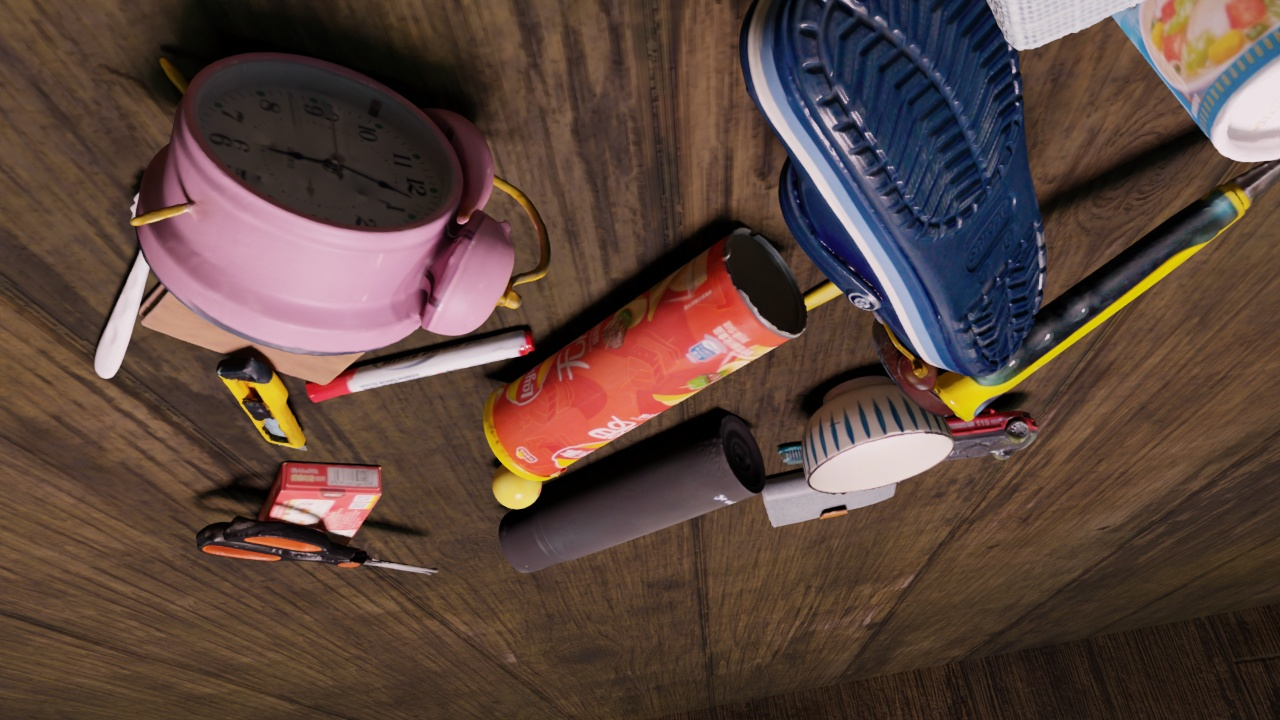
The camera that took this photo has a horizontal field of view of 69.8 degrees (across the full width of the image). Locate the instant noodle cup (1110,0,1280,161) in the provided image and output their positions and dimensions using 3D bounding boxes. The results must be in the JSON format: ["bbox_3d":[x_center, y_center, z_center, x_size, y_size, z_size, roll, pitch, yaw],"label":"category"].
[{"bbox_3d":[0.225,-0.136,0.338,0.099,0.109,0.099,-8,153,-4],"label":"instant noodle cup"}]

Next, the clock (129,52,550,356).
[{"bbox_3d":[-0.109,-0.061,0.362,0.158,0.117,0.060,10,135,-31],"label":"clock"}]

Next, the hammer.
[{"bbox_3d":[0.300,-0.072,0.489,0.324,0.032,0.126,-40,145,18],"label":"hammer"}]

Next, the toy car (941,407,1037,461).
[{"bbox_3d":[0.283,0.063,0.802,0.120,0.045,0.053,-4,154,-1],"label":"toy car"}]

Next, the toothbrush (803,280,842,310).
[{"bbox_3d":[0.110,-0.034,0.589,0.191,0.016,0.015,-31,147,33],"label":"toothbrush"}]

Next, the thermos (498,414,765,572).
[{"bbox_3d":[-0.008,0.119,0.794,0.243,0.068,0.089,-25,165,29],"label":"thermos"}]

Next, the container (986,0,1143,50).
[{"bbox_3d":[0.134,-0.166,0.276,0.090,0.090,0.111,-20,154,19],"label":"container"}]

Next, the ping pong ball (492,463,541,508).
[{"bbox_3d":[-0.100,0.100,0.744,0.040,0.040,0.040,-8,152,-4],"label":"ping pong ball"}]

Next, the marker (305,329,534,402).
[{"bbox_3d":[-0.138,0.003,0.575,0.145,0.017,0.017,-13,152,4],"label":"marker"}]

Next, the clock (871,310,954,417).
[{"bbox_3d":[0.188,-0.012,0.590,0.121,0.082,0.055,13,140,-39],"label":"clock"}]

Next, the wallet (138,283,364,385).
[{"bbox_3d":[-0.193,-0.028,0.496,0.101,0.020,0.115,-32,143,34],"label":"wallet"}]

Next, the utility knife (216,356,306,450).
[{"bbox_3d":[-0.234,0.034,0.582,0.033,0.015,0.177,9,157,-6],"label":"utility knife"}]

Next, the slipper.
[{"bbox_3d":[0.118,-0.086,0.424,0.095,0.105,0.253,20,162,45],"label":"slipper"}]

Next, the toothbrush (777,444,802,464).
[{"bbox_3d":[0.217,0.078,0.836,0.191,0.018,0.016,-4,153,-12],"label":"toothbrush"}]

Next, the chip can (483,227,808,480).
[{"bbox_3d":[-0.003,0.003,0.564,0.217,0.073,0.073,-31,146,33],"label":"chip can"}]

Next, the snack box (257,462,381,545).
[{"bbox_3d":[-0.268,0.126,0.750,0.075,0.025,0.153,7,147,-28],"label":"snack box"}]

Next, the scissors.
[{"bbox_3d":[-0.267,0.163,0.776,0.139,0.021,0.235,-7,157,10],"label":"scissors"}]

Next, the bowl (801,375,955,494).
[{"bbox_3d":[0.181,0.054,0.727,0.116,0.066,0.117,-9,152,-5],"label":"bowl"}]

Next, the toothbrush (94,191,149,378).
[{"bbox_3d":[-0.260,-0.033,0.462,0.016,0.016,0.181,-36,178,-46],"label":"toothbrush"}]

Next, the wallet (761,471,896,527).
[{"bbox_3d":[0.189,0.135,0.915,0.130,0.037,0.106,-14,152,7],"label":"wallet"}]
